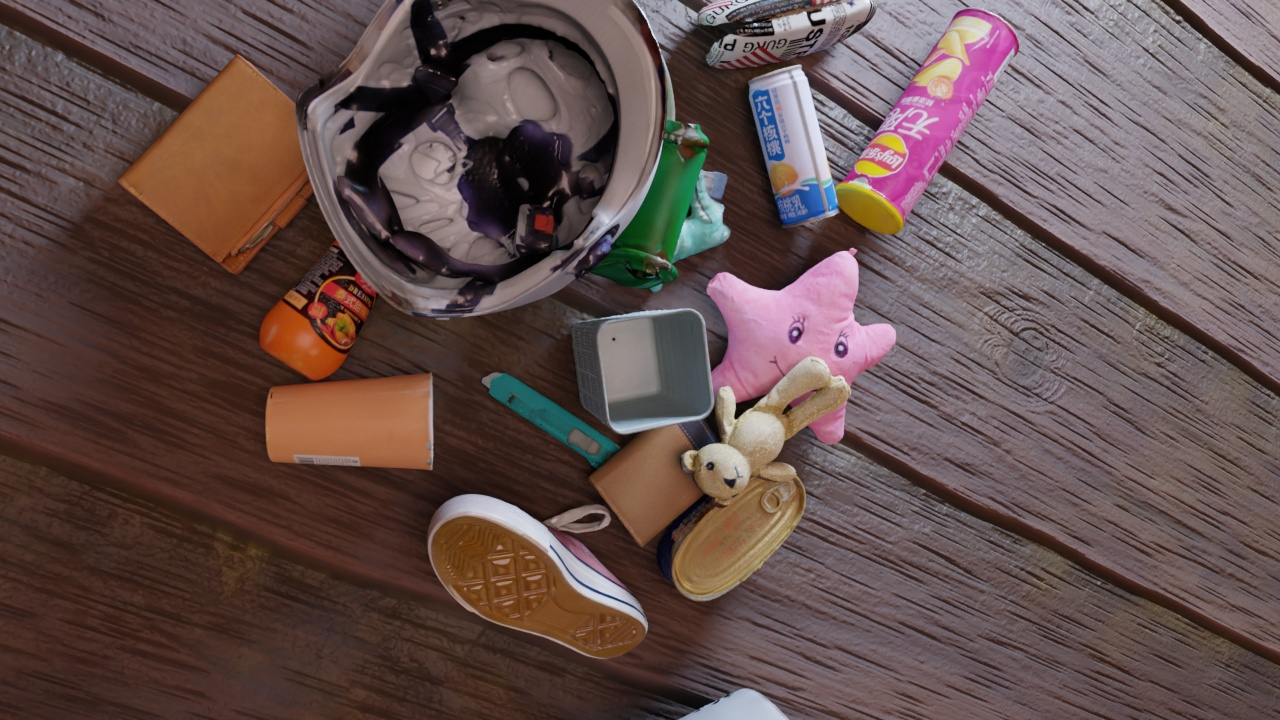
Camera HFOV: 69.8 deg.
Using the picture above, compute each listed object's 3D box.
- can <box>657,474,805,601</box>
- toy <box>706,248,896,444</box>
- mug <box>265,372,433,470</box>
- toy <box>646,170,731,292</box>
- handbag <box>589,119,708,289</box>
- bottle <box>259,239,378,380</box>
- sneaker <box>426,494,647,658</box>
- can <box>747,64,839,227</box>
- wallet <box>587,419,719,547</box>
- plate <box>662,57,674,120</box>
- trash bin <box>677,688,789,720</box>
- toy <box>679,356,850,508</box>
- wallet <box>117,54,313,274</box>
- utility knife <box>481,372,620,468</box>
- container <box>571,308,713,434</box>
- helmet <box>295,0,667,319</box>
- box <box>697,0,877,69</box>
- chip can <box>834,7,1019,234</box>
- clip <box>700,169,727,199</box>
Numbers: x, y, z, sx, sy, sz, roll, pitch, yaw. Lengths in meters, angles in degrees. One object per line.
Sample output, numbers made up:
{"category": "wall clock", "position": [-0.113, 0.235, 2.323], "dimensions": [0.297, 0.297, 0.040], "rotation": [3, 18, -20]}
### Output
{"category": "can", "position": [0.082, 0.153, 0.839], "dimensions": [0.148, 0.049, 0.074], "rotation": [-41, 106, -10]}
{"category": "toy", "position": [0.140, -0.024, 0.825], "dimensions": [0.194, 0.074, 0.179], "rotation": [21, 100, -20]}
{"category": "mug", "position": [-0.225, 0.049, 0.720], "dimensions": [0.122, 0.078, 0.078], "rotation": [-1, 96, -13]}
{"category": "toy", "position": [0.038, -0.116, 0.806], "dimensions": [0.091, 0.030, 0.096], "rotation": [-21, 120, -18]}
{"category": "handbag", "position": [0.000, -0.125, 0.722], "dimensions": [0.068, 0.120, 0.131], "rotation": [16, 89, -26]}
{"category": "bottle", "position": [-0.231, -0.059, 0.714], "dimensions": [0.066, 0.067, 0.149], "rotation": [35, 77, -18]}
{"category": "sneaker", "position": [-0.085, 0.169, 0.769], "dimensions": [0.118, 0.087, 0.241], "rotation": [-40, 128, 12]}
{"category": "can", "position": [0.136, -0.190, 0.820], "dimensions": [0.053, 0.053, 0.134], "rotation": [-19, 101, -15]}
{"category": "wallet", "position": [0.020, 0.100, 0.818], "dimensions": [0.115, 0.033, 0.090], "rotation": [-40, 114, -11]}
{"category": "plate", "position": [-0.082, -0.207, 0.762], "dimensions": [0.230, 0.027, 0.230], "rotation": [-2, 95, -18]}
{"category": "trash bin", "position": [0.030, 0.420, 0.766], "dimensions": [0.251, 0.230, 0.229], "rotation": [-24, 102, -20]}
{"category": "toy", "position": [0.109, 0.061, 0.785], "dimensions": [0.157, 0.066, 0.105], "rotation": [-41, 106, 3]}
{"category": "wallet", "position": [-0.305, -0.147, 0.694], "dimensions": [0.108, 0.031, 0.131], "rotation": [41, 83, -14]}
{"category": "utility knife", "position": [-0.071, 0.057, 0.799], "dimensions": [0.157, 0.013, 0.029], "rotation": [35, 84, -18]}
{"category": "container", "position": [-0.005, 0.004, 0.764], "dimensions": [0.090, 0.111, 0.090], "rotation": [-10, 97, -17]}
{"category": "helmet", "position": [-0.094, -0.148, 0.658], "dimensions": [0.259, 0.145, 0.229], "rotation": [-37, 83, 8]}
{"category": "box", "position": [0.128, -0.311, 0.801], "dimensions": [0.163, 0.075, 0.082], "rotation": [-16, 89, -13]}
{"category": "chip can", "position": [0.265, -0.222, 0.851], "dimensions": [0.071, 0.071, 0.210], "rotation": [37, 83, -18]}
{"category": "clip", "position": [0.048, -0.162, 0.813], "dimensions": [0.058, 0.038, 0.026], "rotation": [19, 91, -17]}
